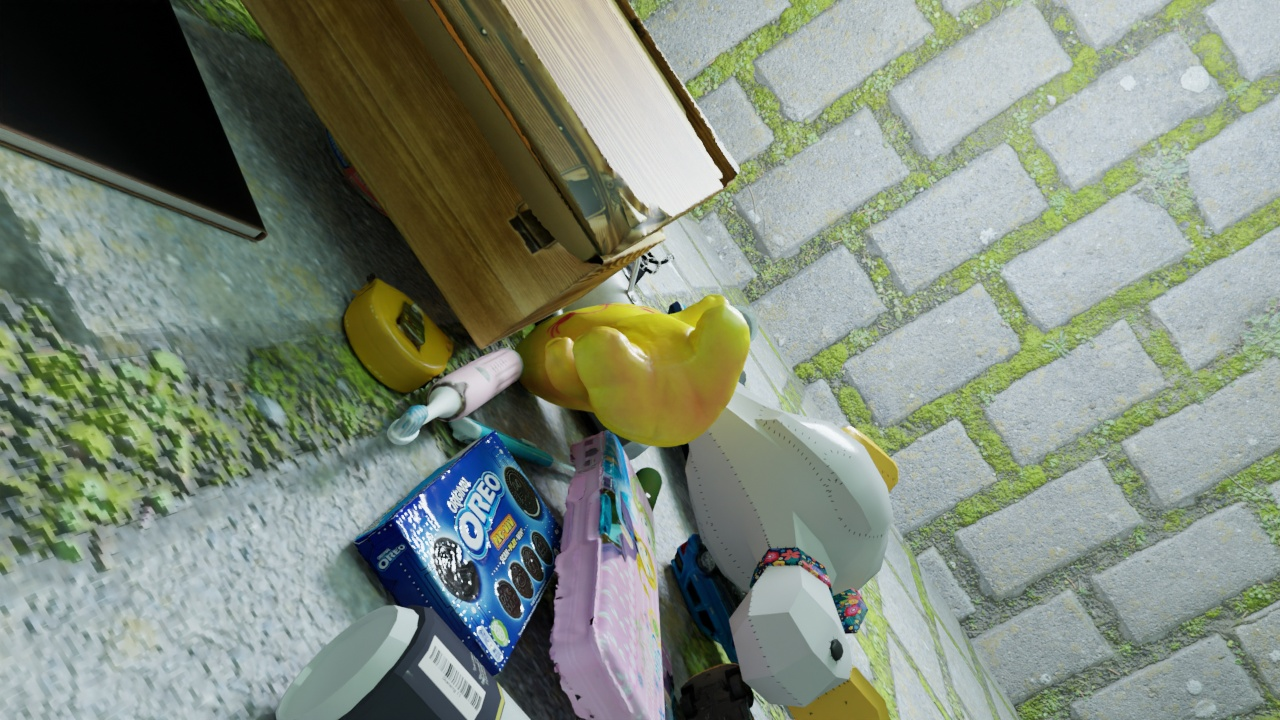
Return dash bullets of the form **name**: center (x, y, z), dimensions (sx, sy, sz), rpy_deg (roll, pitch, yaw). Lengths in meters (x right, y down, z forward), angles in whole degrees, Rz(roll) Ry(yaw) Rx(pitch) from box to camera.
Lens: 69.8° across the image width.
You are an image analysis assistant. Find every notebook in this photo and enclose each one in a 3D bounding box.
- **notebook**: center (-0.265, -0.160, 0.438), dimensions (0.209, 0.008, 0.141), rpy_deg (61, 13, 19)

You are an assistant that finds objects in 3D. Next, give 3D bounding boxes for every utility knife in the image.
- **utility knife**: center (-0.073, 0.061, 0.604), dimensions (0.022, 0.015, 0.169), rpy_deg (28, -4, 28)

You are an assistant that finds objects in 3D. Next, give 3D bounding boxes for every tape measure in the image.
- **tape measure**: center (-0.136, -0.014, 0.513), dimensions (0.068, 0.030, 0.058), rpy_deg (50, 12, -25)

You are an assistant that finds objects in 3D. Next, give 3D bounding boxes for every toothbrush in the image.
- **toothbrush**: center (-0.101, 0.018, 0.526), dimensions (0.027, 0.026, 0.222), rpy_deg (38, 8, -2)

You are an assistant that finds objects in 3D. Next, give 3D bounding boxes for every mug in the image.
- **mug**: center (-0.037, -0.062, 0.815), dimensions (0.070, 0.113, 0.084), rpy_deg (59, 31, 1)

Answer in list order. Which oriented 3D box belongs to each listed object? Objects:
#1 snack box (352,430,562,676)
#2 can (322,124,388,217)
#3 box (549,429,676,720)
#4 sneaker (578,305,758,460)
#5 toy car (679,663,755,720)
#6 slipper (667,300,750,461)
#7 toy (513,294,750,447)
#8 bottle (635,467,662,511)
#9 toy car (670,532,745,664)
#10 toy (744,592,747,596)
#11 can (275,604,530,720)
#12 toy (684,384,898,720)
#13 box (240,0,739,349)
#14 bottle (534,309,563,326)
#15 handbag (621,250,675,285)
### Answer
- **snack box**: center (-0.082, 0.091, 0.461), dimensions (0.082, 0.027, 0.150), rpy_deg (57, 11, -6)
- **can**: center (-0.178, -0.145, 0.647), dimensions (0.086, 0.043, 0.086), rpy_deg (51, 16, -21)
- **box**: center (-0.002, 0.155, 0.534), dimensions (0.230, 0.035, 0.159), rpy_deg (-93, 160, -69)
- **sneaker**: center (0.038, -0.001, 0.836), dimensions (0.093, 0.161, 0.256), rpy_deg (57, 14, -1)
- **toy car**: center (0.056, 0.243, 0.559), dimensions (0.111, 0.047, 0.047), rpy_deg (-98, 161, -54)
- **slipper**: center (0.076, 0.059, 0.954), dimensions (0.294, 0.060, 0.118), rpy_deg (-104, -163, -44)
- **toy**: center (-0.004, 0.004, 0.631), dimensions (0.194, 0.134, 0.087), rpy_deg (12, -63, 67)
- **bottle**: center (0.000, 0.110, 0.724), dimensions (0.025, 0.025, 0.106), rpy_deg (56, 13, -5)
- **toy car**: center (0.065, 0.193, 0.720), dimensions (0.056, 0.044, 0.120), rpy_deg (35, 22, -58)
- **toy**: center (0.109, 0.181, 0.815), dimensions (0.103, 0.090, 0.071), rpy_deg (54, -18, -15)
- **can**: center (-0.062, 0.147, 0.314), dimensions (0.127, 0.064, 0.064), rpy_deg (53, 13, -14)
- **toy**: center (0.105, 0.122, 0.654), dimensions (0.246, 0.141, 0.266), rpy_deg (58, 25, 1)
- **box**: center (-0.087, -0.180, 0.599), dimensions (0.279, 0.176, 0.246), rpy_deg (57, 17, -4)
- **bottle**: center (-0.092, -0.069, 0.759), dimensions (0.174, 0.055, 0.055), rpy_deg (63, 14, 22)
- **handbag**: center (-0.040, -0.129, 0.964), dimensions (0.125, 0.115, 0.153), rpy_deg (53, 17, -7)
